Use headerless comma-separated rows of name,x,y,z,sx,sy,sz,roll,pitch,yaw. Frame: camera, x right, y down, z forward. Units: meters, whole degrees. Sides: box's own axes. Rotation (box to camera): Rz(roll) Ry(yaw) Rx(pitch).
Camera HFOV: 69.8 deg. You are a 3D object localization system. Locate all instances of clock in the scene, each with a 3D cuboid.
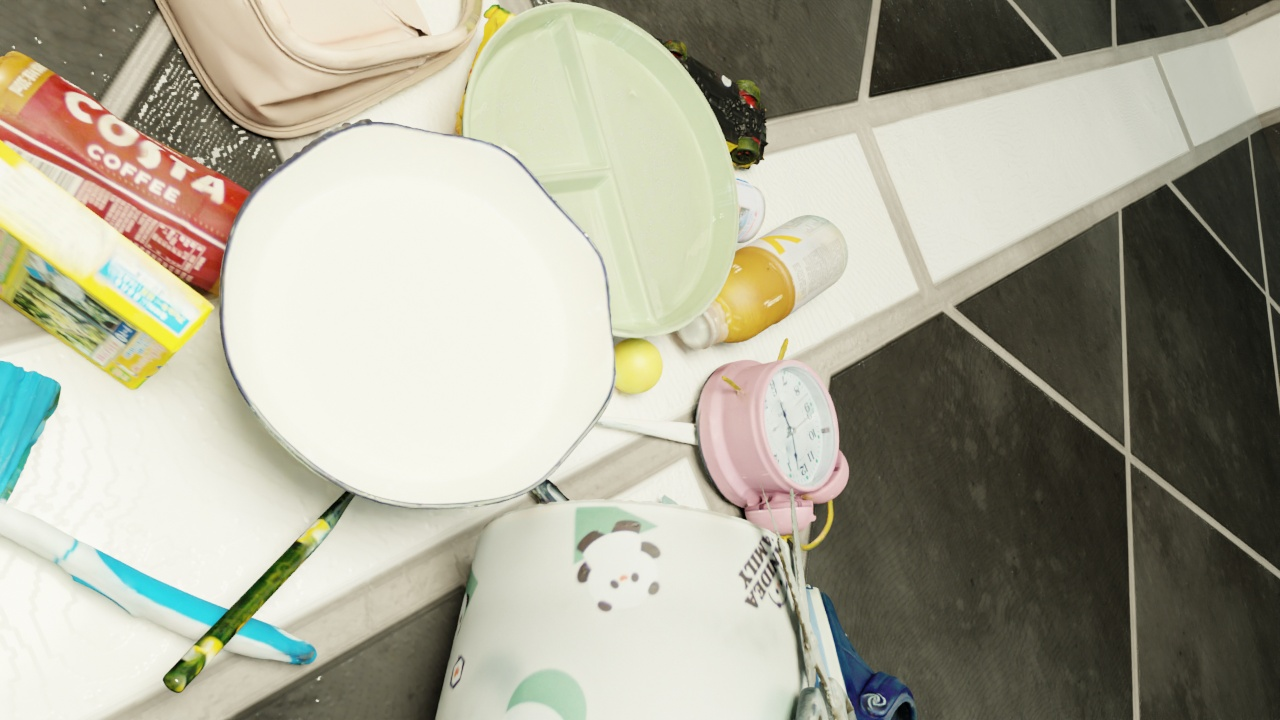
clock,0.109,0.071,0.711,0.117,0.060,0.158,-29,102,-47

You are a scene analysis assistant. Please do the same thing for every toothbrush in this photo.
toothbrush,-0.173,0.099,0.476,0.017,0.012,0.185,63,33,-20
toothbrush,-0.007,0.047,0.660,0.179,0.016,0.016,11,73,-40

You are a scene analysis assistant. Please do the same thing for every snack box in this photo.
snack box,-0.272,-0.048,0.417,0.140,0.087,0.033,45,53,-20

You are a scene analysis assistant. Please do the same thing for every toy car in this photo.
toy car,0.051,-0.215,0.771,0.155,0.041,0.071,18,65,-37

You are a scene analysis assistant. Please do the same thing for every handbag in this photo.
handbag,-0.185,-0.255,0.571,0.233,0.094,0.193,-33,98,-49

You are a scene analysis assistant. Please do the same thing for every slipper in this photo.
slipper,0.132,0.228,0.582,0.095,0.252,0.105,6,108,0

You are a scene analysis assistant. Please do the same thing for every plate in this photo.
plate,-0.022,-0.126,0.620,0.229,0.028,0.230,10,75,-39
plate,-0.111,-0.022,0.482,0.204,0.046,0.204,9,71,-28

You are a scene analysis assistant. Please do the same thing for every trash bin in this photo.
trash bin,-0.012,0.220,0.471,0.229,0.230,0.251,24,56,-33

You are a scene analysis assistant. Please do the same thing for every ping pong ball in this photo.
ping pong ball,-0.004,0.004,0.657,0.040,0.040,0.040,14,68,-37

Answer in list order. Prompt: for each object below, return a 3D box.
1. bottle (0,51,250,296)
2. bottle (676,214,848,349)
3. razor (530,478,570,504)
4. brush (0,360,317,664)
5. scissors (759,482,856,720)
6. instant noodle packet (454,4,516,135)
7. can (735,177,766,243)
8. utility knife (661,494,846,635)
bottle,-0.246,-0.081,0.469,0.175,0.058,0.057,34,57,-28
bottle,0.099,-0.062,0.745,0.189,0.068,0.068,-32,98,-41
razor,-0.020,0.123,0.618,0.142,0.022,0.042,39,28,-21
brush,-0.279,0.057,0.407,0.314,0.061,0.109,24,67,-35
scissors,0.088,0.147,0.460,0.180,0.014,0.159,-80,149,-50
instant noodle packet,-0.069,-0.170,0.643,0.128,0.044,0.110,28,62,-41
can,0.035,-0.128,0.723,0.134,0.053,0.053,7,72,-38
utility knife,0.089,0.167,0.702,0.222,0.013,0.029,42,55,-25
